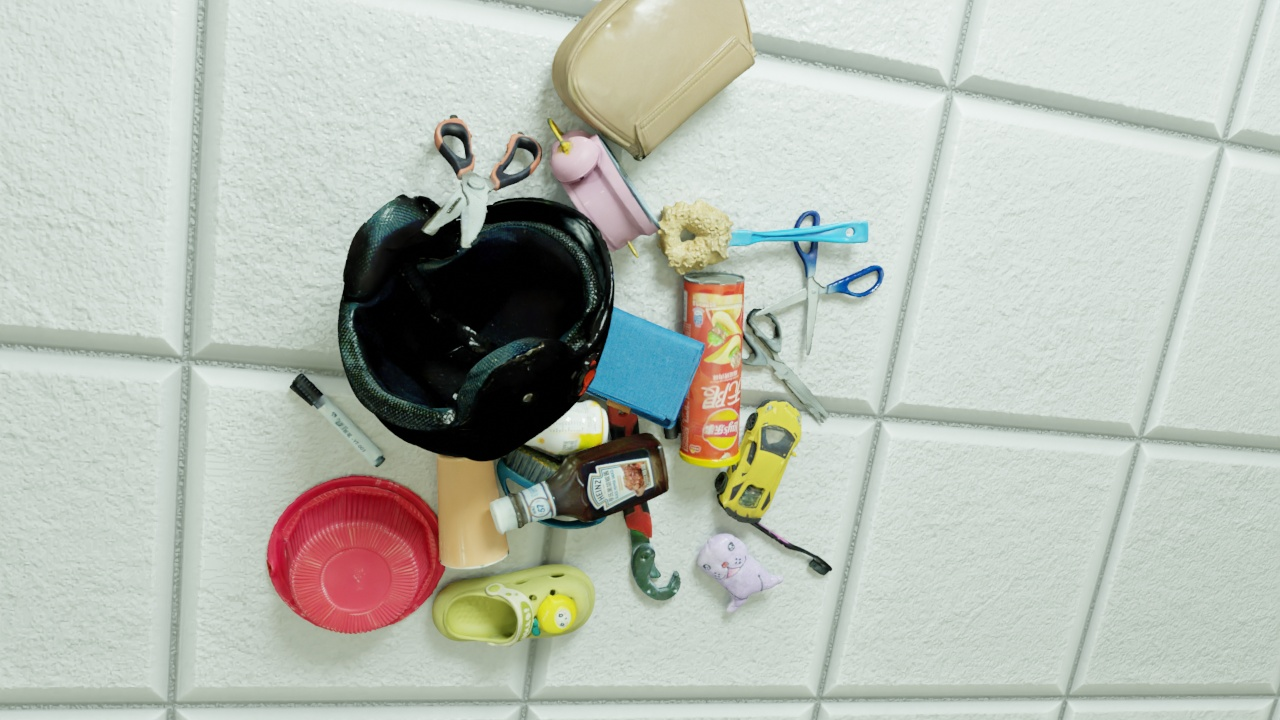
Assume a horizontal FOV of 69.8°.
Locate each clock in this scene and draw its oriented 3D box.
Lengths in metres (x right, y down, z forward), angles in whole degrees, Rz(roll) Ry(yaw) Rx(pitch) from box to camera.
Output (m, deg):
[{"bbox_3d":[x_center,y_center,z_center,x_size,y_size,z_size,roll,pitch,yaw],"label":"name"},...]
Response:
[{"bbox_3d":[-0.045,-0.183,0.940,0.060,0.117,0.158,-33,112,8],"label":"clock"}]

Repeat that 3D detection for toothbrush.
[{"bbox_3d":[0.169,0.224,1.153,0.189,0.014,0.018,33,108,-19],"label":"toothbrush"}]

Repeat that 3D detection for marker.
[{"bbox_3d":[-0.325,0.066,0.986,0.023,0.018,0.131,-36,109,6],"label":"marker"},{"bbox_3d":[0.030,0.028,1.063,0.022,0.020,0.132,-17,109,-27],"label":"marker"}]

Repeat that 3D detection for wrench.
[{"bbox_3d":[-0.002,0.168,1.093,0.056,0.016,0.273,-15,108,-10],"label":"wrench"}]

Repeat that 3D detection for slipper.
[{"bbox_3d":[-0.144,0.295,1.059,0.190,0.081,0.092,-3,107,-11],"label":"slipper"}]

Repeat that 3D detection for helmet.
[{"bbox_3d":[-0.151,-0.029,0.896,0.274,0.231,0.233,-37,68,-18],"label":"helmet"}]

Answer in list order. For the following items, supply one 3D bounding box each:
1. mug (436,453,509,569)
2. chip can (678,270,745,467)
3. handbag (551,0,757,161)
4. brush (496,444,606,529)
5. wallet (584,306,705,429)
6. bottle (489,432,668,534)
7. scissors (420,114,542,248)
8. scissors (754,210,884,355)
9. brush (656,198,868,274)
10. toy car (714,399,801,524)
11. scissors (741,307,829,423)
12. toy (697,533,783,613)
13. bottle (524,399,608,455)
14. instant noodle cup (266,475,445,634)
[{"bbox_3d":[-0.189,0.159,1.016,0.078,0.078,0.123,-5,101,-13],"label":"mug"},{"bbox_3d":[0.080,0.010,1.044,0.073,0.073,0.217,-4,104,-13],"label":"chip can"},{"bbox_3d":[0.014,-0.312,0.932,0.204,0.100,0.148,-40,118,-1],"label":"handbag"},{"bbox_3d":[-0.101,0.150,1.043,0.144,0.055,0.073,30,94,-20],"label":"brush"},{"bbox_3d":[-0.006,0.006,1.014,0.133,0.040,0.106,23,99,13],"label":"wallet"},{"bbox_3d":[-0.066,0.139,0.997,0.194,0.044,0.080,-17,115,-17],"label":"bottle"},{"bbox_3d":[-0.161,-0.178,0.876,0.195,0.215,0.015,-17,145,-39],"label":"scissors"},{"bbox_3d":[0.206,-0.093,1.074,0.172,0.012,0.162,-21,106,-12],"label":"scissors"},{"bbox_3d":[0.135,-0.141,1.028,0.254,0.046,0.083,-3,99,-12],"label":"brush"},{"bbox_3d":[0.145,0.120,1.105,0.071,0.041,0.156,22,96,-20],"label":"toy car"},{"bbox_3d":[0.164,0.019,1.099,0.136,0.014,0.175,-11,108,-12],"label":"scissors"},{"bbox_3d":[0.113,0.259,1.135,0.084,0.039,0.108,-38,111,10],"label":"toy"},{"bbox_3d":[-0.093,0.074,1.021,0.108,0.063,0.063,2,104,-15],"label":"bottle"},{"bbox_3d":[-0.310,0.226,1.007,0.193,0.066,0.194,-4,104,-14],"label":"instant noodle cup"}]
